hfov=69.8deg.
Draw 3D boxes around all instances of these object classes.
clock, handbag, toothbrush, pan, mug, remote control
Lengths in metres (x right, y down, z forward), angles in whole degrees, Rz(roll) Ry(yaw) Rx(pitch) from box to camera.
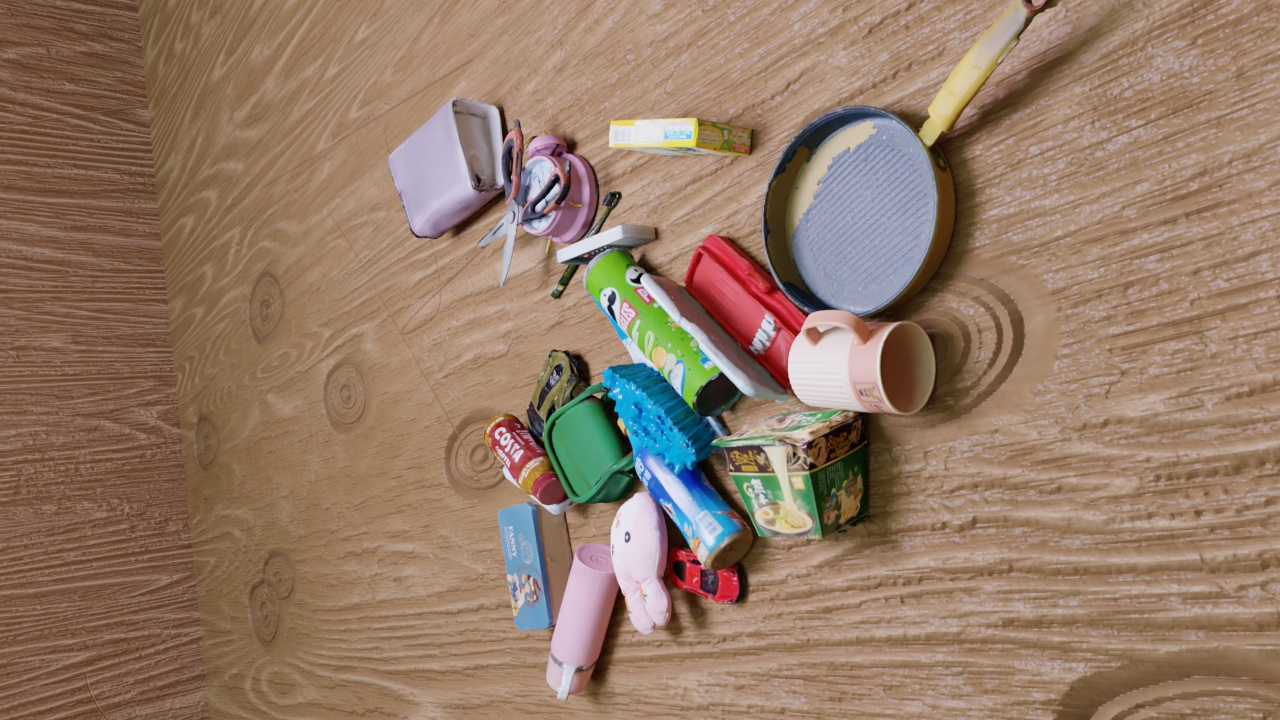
[{"bbox_3d":[-0.122,-0.229,1.211,0.117,0.059,0.158,-50,54,37],"label":"clock"},{"bbox_3d":[-0.053,0.109,1.152,0.120,0.067,0.131,-45,58,31],"label":"handbag"},{"bbox_3d":[-0.076,-0.148,1.194,0.012,0.017,0.186,57,131,27],"label":"toothbrush"},{"bbox_3d":[0.229,-0.179,0.798,0.359,0.078,0.197,-46,59,40],"label":"pan"},{"bbox_3d":[0.190,-0.003,0.830,0.106,0.114,0.081,1,55,51],"label":"mug"},{"bbox_3d":[-0.281,-0.279,1.362,0.198,0.098,0.145,-22,74,46],"label":"handbag"},{"bbox_3d":[-0.132,0.164,1.248,0.136,0.055,0.020,27,141,45],"label":"remote control"},{"bbox_3d":[-0.043,-0.141,1.128,0.135,0.056,0.019,-13,83,48],"label":"remote control"}]

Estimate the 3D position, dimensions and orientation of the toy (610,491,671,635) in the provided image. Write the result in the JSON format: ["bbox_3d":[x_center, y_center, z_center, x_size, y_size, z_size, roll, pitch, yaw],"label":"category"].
[{"bbox_3d":[0.002,0.237,1.081,0.122,0.054,0.159,125,140,-53],"label":"toy"}]

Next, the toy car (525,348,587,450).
[{"bbox_3d":[-0.119,0.056,1.239,0.070,0.042,0.158,49,129,36],"label":"toy car"}]

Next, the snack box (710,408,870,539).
[{"bbox_3d":[0.153,0.111,0.885,0.118,0.118,0.105,-8,96,48],"label":"snack box"}]

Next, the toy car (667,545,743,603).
[{"bbox_3d":[0.072,0.243,1.037,0.106,0.031,0.049,8,99,46],"label":"toy car"}]

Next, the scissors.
[{"bbox_3d":[-0.156,-0.201,1.195,0.189,0.015,0.223,20,106,46],"label":"scissors"}]

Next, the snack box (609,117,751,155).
[{"bbox_3d":[0.042,-0.243,1.002,0.141,0.086,0.034,17,105,47],"label":"snack box"}]

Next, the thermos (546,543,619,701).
[{"bbox_3d":[-0.075,0.339,1.172,0.067,0.087,0.199,17,108,1],"label":"thermos"}]

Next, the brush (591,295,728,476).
[{"bbox_3d":[-0.006,0.006,1.079,0.314,0.109,0.061,46,133,28],"label":"brush"}]

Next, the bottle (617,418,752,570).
[{"bbox_3d":[0.041,0.138,1.040,0.218,0.065,0.065,50,127,35],"label":"bottle"}]

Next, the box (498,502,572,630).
[{"bbox_3d":[-0.140,0.274,1.258,0.090,0.061,0.184,-24,76,46],"label":"box"}]

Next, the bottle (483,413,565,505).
[{"bbox_3d":[-0.154,0.133,1.227,0.175,0.057,0.057,39,120,51],"label":"bottle"}]

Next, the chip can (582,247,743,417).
[{"bbox_3d":[0.024,-0.036,1.046,0.236,0.072,0.072,49,126,35],"label":"chip can"}]

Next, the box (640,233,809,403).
[{"bbox_3d":[0.090,-0.046,0.947,0.201,0.101,0.095,49,127,35],"label":"box"}]
